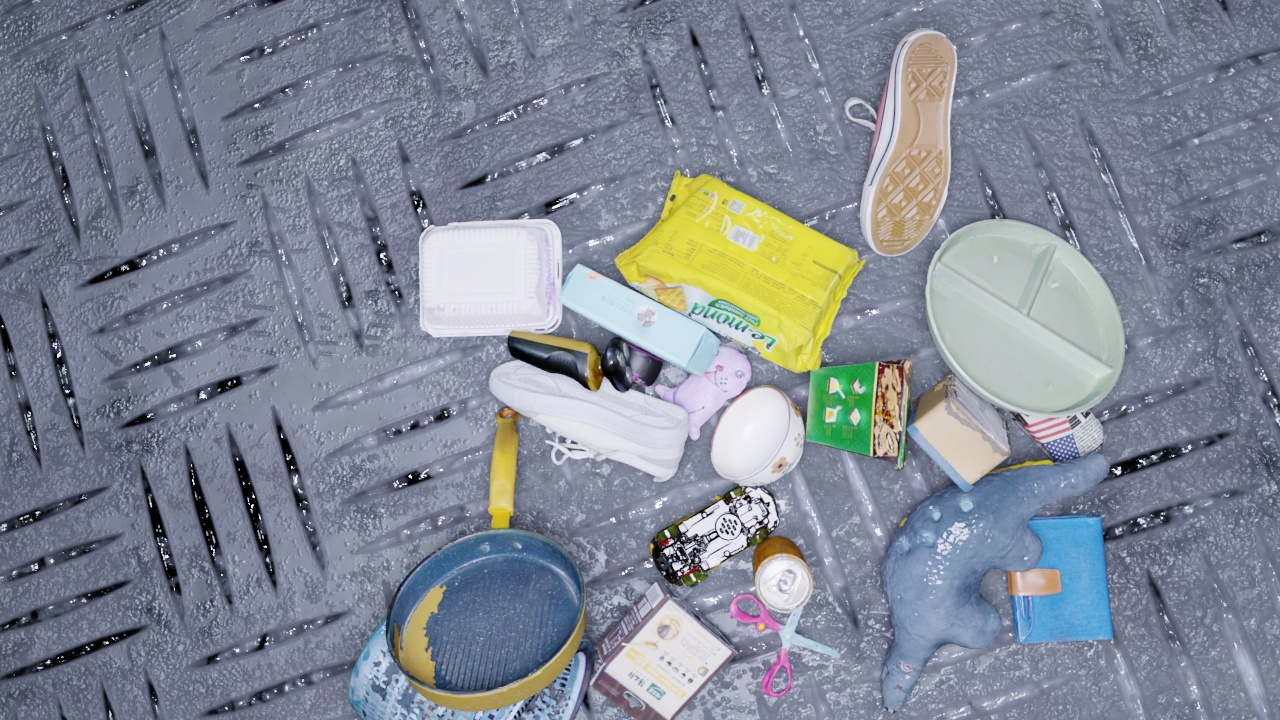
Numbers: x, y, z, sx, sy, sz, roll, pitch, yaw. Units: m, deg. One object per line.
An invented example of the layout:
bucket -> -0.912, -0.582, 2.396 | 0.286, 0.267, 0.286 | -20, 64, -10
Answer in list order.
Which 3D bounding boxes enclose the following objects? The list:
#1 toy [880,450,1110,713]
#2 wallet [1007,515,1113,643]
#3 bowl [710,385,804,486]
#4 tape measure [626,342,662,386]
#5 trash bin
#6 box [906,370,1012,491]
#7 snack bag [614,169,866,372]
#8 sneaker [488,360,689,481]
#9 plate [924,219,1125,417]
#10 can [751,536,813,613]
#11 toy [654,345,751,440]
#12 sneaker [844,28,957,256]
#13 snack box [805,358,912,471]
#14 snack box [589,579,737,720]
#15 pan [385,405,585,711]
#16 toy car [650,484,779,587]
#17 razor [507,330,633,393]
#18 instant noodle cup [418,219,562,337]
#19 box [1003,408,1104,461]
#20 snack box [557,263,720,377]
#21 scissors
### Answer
toy -> 0.334, 0.216, 0.970 | 0.138, 0.091, 0.357 | 33, 101, 6
wallet -> 0.449, 0.235, 0.988 | 0.106, 0.040, 0.133 | -3, 84, 2
bowl -> 0.138, 0.090, 1.007 | 0.062, 0.113, 0.113 | 31, 90, -30
tape measure -> -0.006, 0.006, 1.042 | 0.058, 0.057, 0.039 | 27, 93, 16
trash bin -> -0.188, 0.353, 0.977 | 0.195, 0.226, 0.226 | 26, 89, 20
box -> 0.326, 0.068, 0.937 | 0.090, 0.184, 0.062 | 48, 113, 9
snack bag -> 0.114, -0.106, 1.005 | 0.246, 0.068, 0.157 | 28, 65, 9
sneaker -> -0.061, 0.070, 1.038 | 0.242, 0.089, 0.091 | 18, 122, 19
plate -> 0.405, -0.045, 0.975 | 0.230, 0.028, 0.229 | 4, 68, -10
can -> 0.148, 0.223, 0.966 | 0.058, 0.146, 0.058 | 0, 87, 6
toy -> 0.077, 0.027, 1.042 | 0.108, 0.039, 0.084 | -43, 61, 4
sneaker -> 0.288, -0.239, 1.012 | 0.118, 0.087, 0.241 | 1, 110, -5
snack box -> 0.236, 0.056, 0.993 | 0.106, 0.118, 0.117 | 3, 86, 19
snack box -> 0.022, 0.325, 1.001 | 0.113, 0.053, 0.125 | 43, 92, -18
pan -> -0.151, 0.190, 0.961 | 0.198, 0.356, 0.078 | -4, 128, 4
toy car -> 0.084, 0.195, 1.027 | 0.156, 0.041, 0.071 | -32, 84, 2
razor -> -0.081, -0.007, 1.024 | 0.168, 0.062, 0.067 | 14, 60, 32
instant noodle cup -> -0.181, -0.100, 1.069 | 0.173, 0.060, 0.138 | -1, 86, 5
box -> 0.431, 0.042, 1.003 | 0.072, 0.060, 0.164 | -42, 82, 22
snack box -> -0.001, -0.044, 1.020 | 0.175, 0.074, 0.051 | 28, 89, 20
scissors -> 0.159, 0.310, 1.026 | 0.133, 0.017, 0.133 | 21, 85, 4
